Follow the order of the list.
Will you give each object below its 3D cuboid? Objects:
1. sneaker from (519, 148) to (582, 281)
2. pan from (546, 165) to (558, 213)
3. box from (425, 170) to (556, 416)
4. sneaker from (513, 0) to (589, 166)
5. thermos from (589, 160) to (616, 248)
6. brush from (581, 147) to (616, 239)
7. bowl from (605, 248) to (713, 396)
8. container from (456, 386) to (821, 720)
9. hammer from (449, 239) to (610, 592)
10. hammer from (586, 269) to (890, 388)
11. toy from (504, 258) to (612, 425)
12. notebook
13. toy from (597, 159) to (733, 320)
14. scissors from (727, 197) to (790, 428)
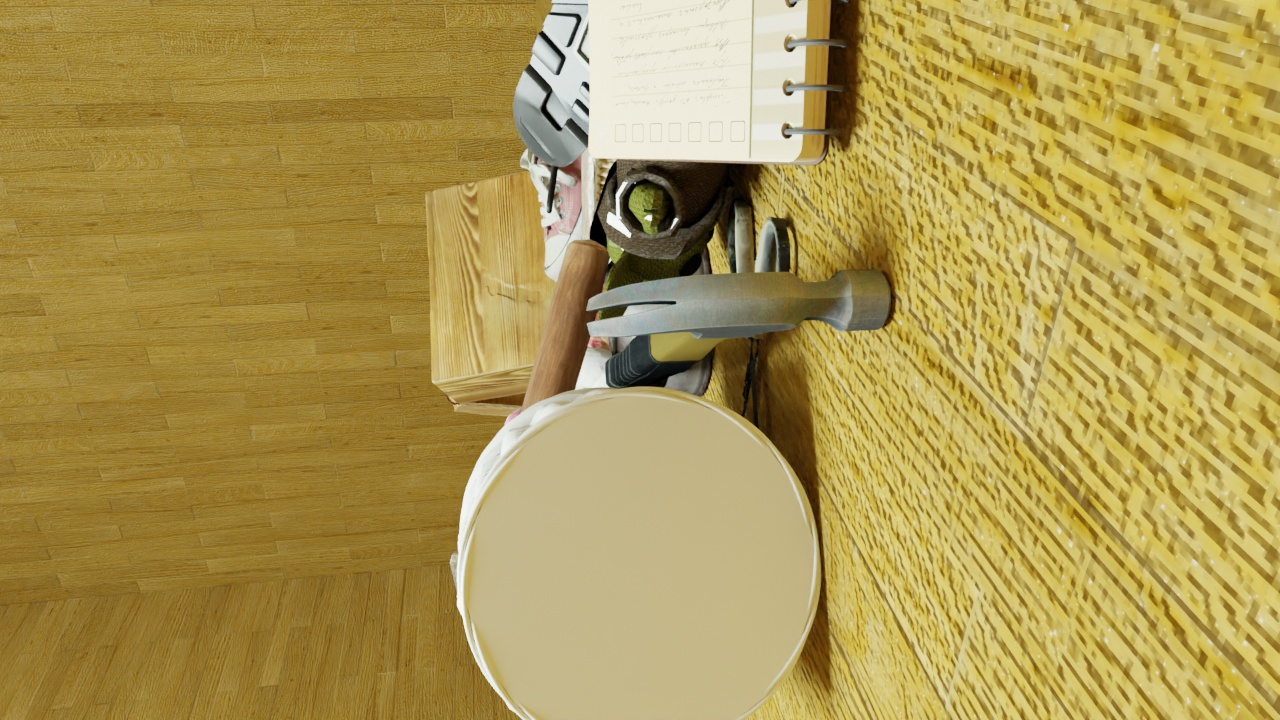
[{"bbox_3d":[-0.093,-0.214,1.095,0.118,0.087,0.240,-12,67,61],"label":"sneaker"},{"bbox_3d":[-0.073,-0.264,0.913,0.199,0.021,0.355,96,177,-49],"label":"pan"},{"bbox_3d":[-0.160,-0.070,1.263,0.264,0.269,0.278,67,-165,-69],"label":"box"},{"bbox_3d":[0.004,-0.242,0.603,0.240,0.089,0.124,-49,-1,39],"label":"sneaker"},{"bbox_3d":[-0.015,-0.131,0.875,0.231,0.061,0.061,138,127,-79],"label":"thermos"},{"bbox_3d":[-0.034,-0.228,0.976,0.083,0.056,0.272,-101,11,-62],"label":"brush"},{"bbox_3d":[0.010,-0.041,0.733,0.145,0.067,0.145,175,91,-81],"label":"bowl"},{"bbox_3d":[-0.013,0.109,0.543,0.187,0.189,0.189,164,102,-80],"label":"container"},{"bbox_3d":[-0.079,0.051,0.710,0.158,0.037,0.300,7,81,68],"label":"hammer"},{"bbox_3d":[0.017,-0.007,0.518,0.333,0.118,0.025,146,122,-79],"label":"hammer"},{"bbox_3d":[-0.030,0.000,0.816,0.084,0.159,0.194,140,140,-71],"label":"toy"},{"bbox_3d":[0.029,-0.206,0.422,0.168,0.024,0.225,17,111,49],"label":"notebook"},{"bbox_3d":[0.020,-0.114,0.572,0.153,0.078,0.178,101,-170,-48],"label":"toy"},{"bbox_3d":[0.066,-0.026,0.543,0.169,0.012,0.157,104,163,-62],"label":"scissors"}]
